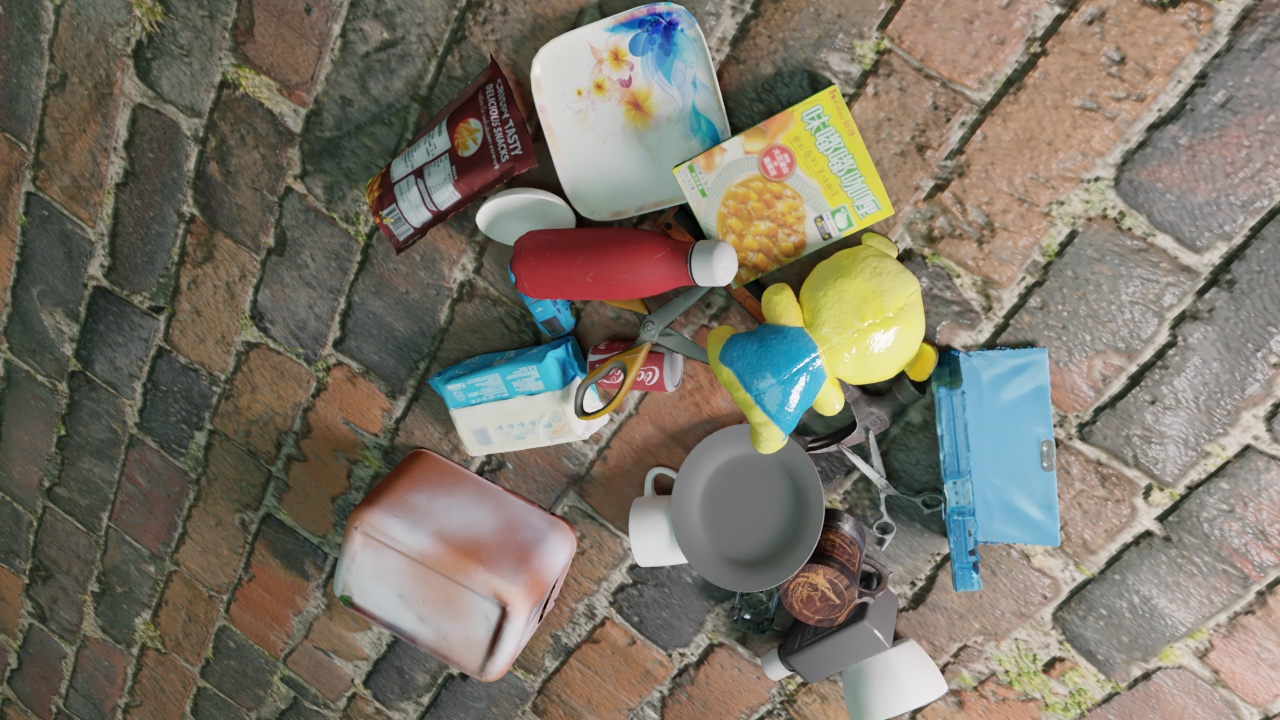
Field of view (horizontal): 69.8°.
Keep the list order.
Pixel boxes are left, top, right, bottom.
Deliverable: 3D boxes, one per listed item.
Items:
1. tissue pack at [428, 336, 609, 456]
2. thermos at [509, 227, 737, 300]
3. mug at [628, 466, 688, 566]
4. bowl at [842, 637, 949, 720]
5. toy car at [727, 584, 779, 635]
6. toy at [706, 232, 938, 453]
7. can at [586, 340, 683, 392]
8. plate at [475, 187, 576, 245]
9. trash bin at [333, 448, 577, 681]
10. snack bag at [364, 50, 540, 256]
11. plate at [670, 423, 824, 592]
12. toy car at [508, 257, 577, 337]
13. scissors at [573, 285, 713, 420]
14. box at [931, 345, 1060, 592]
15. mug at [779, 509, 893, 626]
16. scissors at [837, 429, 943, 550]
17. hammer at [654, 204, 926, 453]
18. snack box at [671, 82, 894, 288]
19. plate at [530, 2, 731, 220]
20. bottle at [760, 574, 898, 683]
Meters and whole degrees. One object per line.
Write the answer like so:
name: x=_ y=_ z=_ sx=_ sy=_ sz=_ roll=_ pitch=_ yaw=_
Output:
tissue pack: x=-0.145 y=0.045 z=1.069 sx=0.210 sy=0.065 sz=0.117 roll=-13 pitch=110 yaw=27
thermos: x=-0.017 y=-0.096 z=0.908 sx=0.240 sy=0.073 sz=0.073 roll=3 pitch=116 yaw=31
mug: x=0.040 y=0.179 z=1.064 sx=0.088 sy=0.081 sz=0.114 roll=-7 pitch=81 yaw=19
bowl: x=0.279 y=0.358 z=1.034 sx=0.117 sy=0.116 sz=0.065 roll=-30 pitch=71 yaw=30
toy car: x=0.141 y=0.269 z=1.078 sx=0.056 sy=0.043 sz=0.120 roll=16 pitch=118 yaw=13
toy: x=0.174 y=-0.014 z=0.862 sx=0.214 sy=0.084 sz=0.149 roll=-30 pitch=101 yaw=5
can: x=-0.006 y=0.006 z=1.002 sx=0.097 sy=0.053 sz=0.054 roll=3 pitch=115 yaw=20
plate: x=-0.119 y=-0.155 z=0.960 sx=0.104 sy=0.026 sz=0.104 roll=0 pitch=157 yaw=0
trash bin: x=-0.239 y=0.259 z=1.157 sx=0.260 sy=0.157 sz=0.182 roll=27 pitch=121 yaw=8
snack bag: x=-0.201 y=-0.208 z=0.951 sx=0.208 sy=0.066 sz=0.138 roll=-31 pitch=65 yaw=33
plate: x=0.113 y=0.157 z=0.986 sx=0.179 sy=0.012 sz=0.178 roll=-8 pitch=74 yaw=30
toy car: x=-0.111 y=-0.073 z=1.017 sx=0.048 sy=0.032 sz=0.105 roll=-21 pitch=104 yaw=29
scissors: x=-0.010 y=-0.025 z=0.958 sx=0.225 sy=0.016 sz=0.229 roll=34 pitch=106 yaw=25
box: x=0.350 y=0.107 z=0.893 sx=0.112 sy=0.094 sz=0.232 roll=-5 pitch=112 yaw=20
mug: x=0.216 y=0.231 z=0.993 sx=0.116 sy=0.107 sz=0.080 roll=30 pitch=122 yaw=5
scissors: x=0.250 y=0.141 z=0.974 sx=0.141 sy=0.014 sz=0.147 roll=22 pitch=125 yaw=-9
hammer: x=0.130 y=-0.035 z=0.942 sx=0.314 sy=0.034 sz=0.138 roll=44 pitch=122 yaw=-2
snack box: x=0.133 y=-0.160 z=0.863 sx=0.168 sy=0.027 sz=0.132 roll=-25 pitch=104 yaw=16
plate: x=-0.008 y=-0.239 z=0.900 sx=0.187 sy=0.016 sz=0.187 roll=-11 pitch=107 yaw=24
bottle: x=0.211 y=0.320 z=1.054 sx=0.046 sy=0.083 sz=0.174 roll=46 pitch=123 yaw=-5
